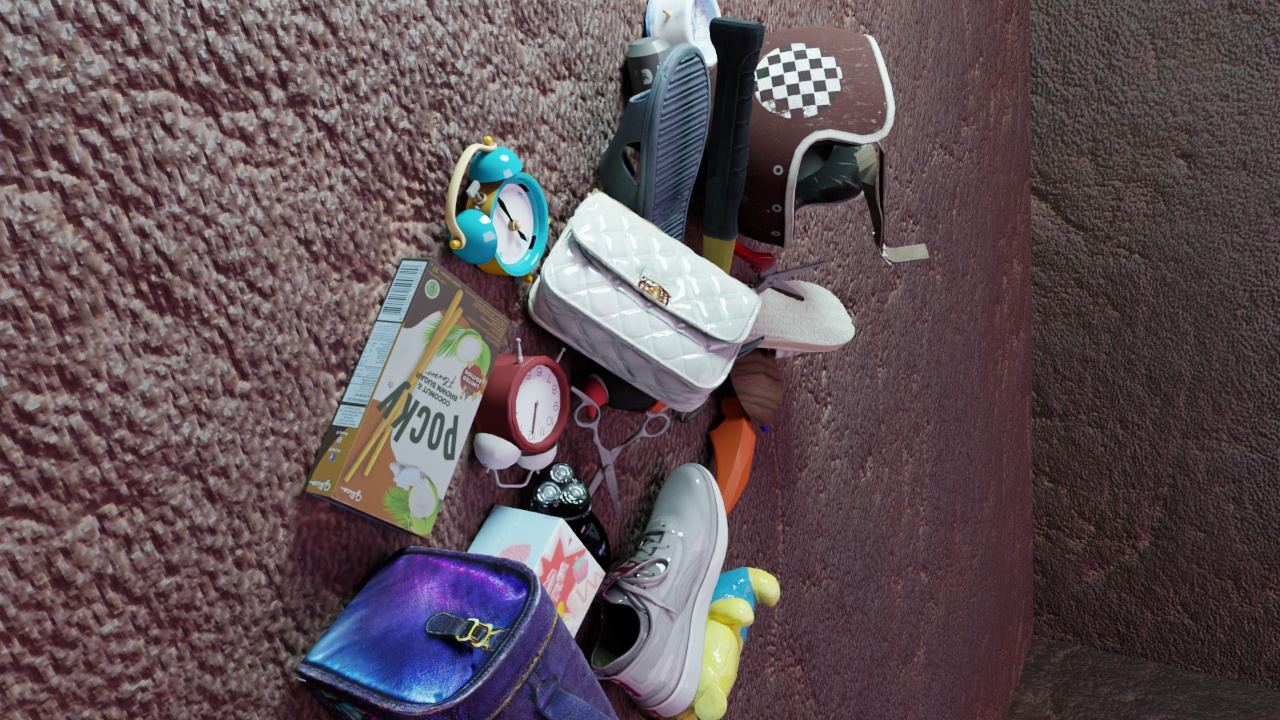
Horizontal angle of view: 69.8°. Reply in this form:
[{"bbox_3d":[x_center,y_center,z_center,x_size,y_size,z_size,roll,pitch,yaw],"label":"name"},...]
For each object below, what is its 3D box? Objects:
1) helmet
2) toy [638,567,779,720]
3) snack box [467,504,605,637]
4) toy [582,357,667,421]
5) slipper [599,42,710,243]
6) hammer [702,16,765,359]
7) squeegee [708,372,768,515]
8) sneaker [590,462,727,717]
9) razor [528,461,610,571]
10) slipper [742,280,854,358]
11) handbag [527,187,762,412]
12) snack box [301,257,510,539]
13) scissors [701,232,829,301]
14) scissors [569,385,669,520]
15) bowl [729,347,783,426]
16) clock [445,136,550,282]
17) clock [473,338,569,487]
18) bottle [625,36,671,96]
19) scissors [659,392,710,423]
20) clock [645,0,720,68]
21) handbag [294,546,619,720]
[{"bbox_3d":[0.181,-0.231,0.988,0.233,0.254,0.233,50,32,-79],"label":"helmet"},{"bbox_3d":[0.074,0.321,1.028,0.213,0.084,0.149,-48,172,-47],"label":"toy"},{"bbox_3d":[-0.097,0.191,0.782,0.092,0.080,0.095,-61,139,-32],"label":"snack box"},{"bbox_3d":[-0.005,0.005,0.885,0.119,0.099,0.098,-13,145,-36],"label":"toy"},{"bbox_3d":[0.000,-0.176,0.888,0.101,0.082,0.264,-40,146,-48],"label":"slipper"},{"bbox_3d":[0.077,-0.144,0.860,0.025,0.118,0.334,-41,143,-50],"label":"hammer"},{"bbox_3d":[0.111,0.101,1.104,0.249,0.055,0.184,49,47,-48],"label":"squeegee"},{"bbox_3d":[0.010,0.221,0.946,0.128,0.097,0.262,33,60,-39],"label":"sneaker"},{"bbox_3d":[-0.057,0.153,0.851,0.052,0.064,0.140,-59,138,-32],"label":"razor"},{"bbox_3d":[0.160,-0.051,1.123,0.262,0.052,0.115,-2,56,-41],"label":"slipper"},{"bbox_3d":[0.008,-0.056,0.820,0.195,0.073,0.138,32,58,-8],"label":"handbag"},{"bbox_3d":[-0.170,0.029,0.691,0.101,0.032,0.185,42,60,-51],"label":"snack box"},{"bbox_3d":[0.104,-0.082,0.989,0.199,0.180,0.015,31,28,-49],"label":"scissors"},{"bbox_3d":[-0.038,0.088,0.863,0.141,0.014,0.165,-42,127,4],"label":"scissors"},{"bbox_3d":[0.148,0.020,1.130,0.119,0.032,0.119,43,36,-43],"label":"bowl"},{"bbox_3d":[-0.115,-0.117,0.747,0.129,0.044,0.099,40,61,-59],"label":"clock"},{"bbox_3d":[-0.102,0.047,0.786,0.087,0.044,0.124,11,84,-57],"label":"clock"},{"bbox_3d":[0.018,-0.265,0.919,0.046,0.047,0.112,-46,131,-44],"label":"bottle"},{"bbox_3d":[0.067,0.004,1.003,0.153,0.012,0.164,-20,136,-33],"label":"scissors"},{"bbox_3d":[0.053,-0.349,0.960,0.125,0.052,0.089,-45,129,-48],"label":"clock"},{"bbox_3d":[-0.104,0.245,0.649,0.125,0.222,0.205,-53,134,-38],"label":"handbag"}]
